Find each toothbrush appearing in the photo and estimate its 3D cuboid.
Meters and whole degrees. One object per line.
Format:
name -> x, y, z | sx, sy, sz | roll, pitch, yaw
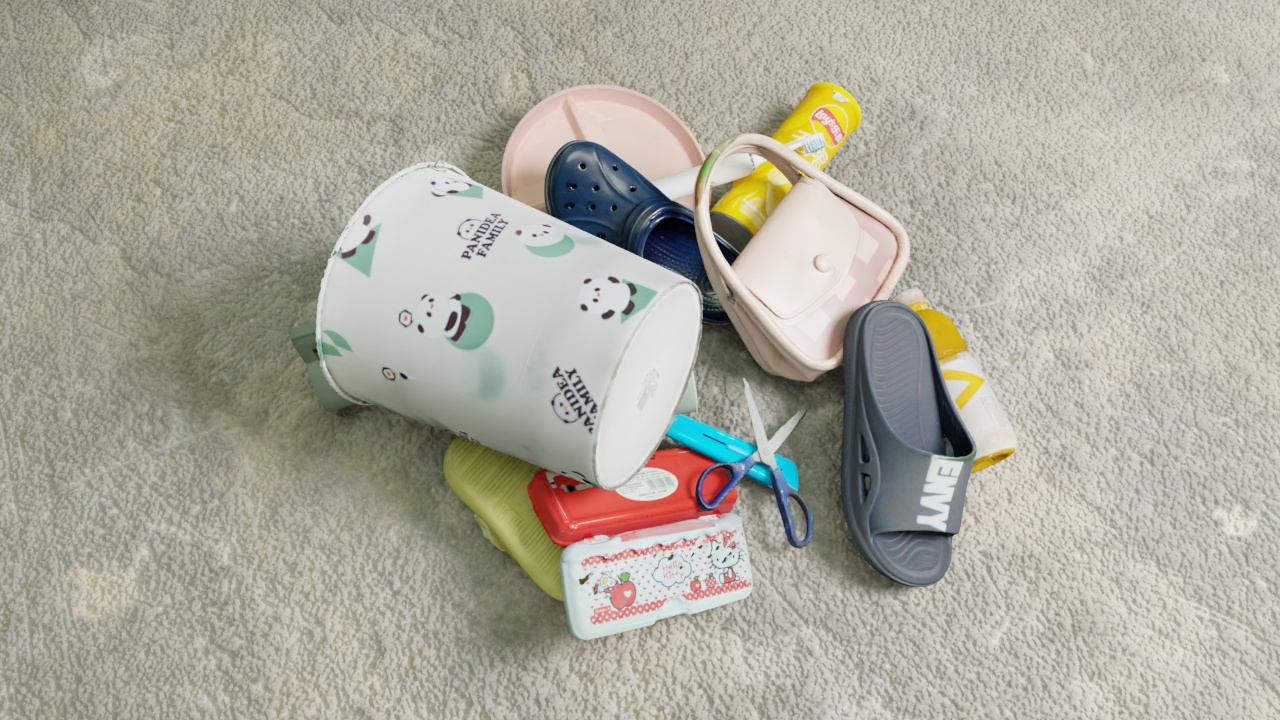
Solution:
toothbrush -> 0.086, -0.198, 0.960 | 0.221, 0.027, 0.026 | -18, 82, 4

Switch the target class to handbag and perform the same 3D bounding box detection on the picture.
handbag -> 0.140, -0.115, 0.899 | 0.234, 0.093, 0.193 | 45, 68, -19

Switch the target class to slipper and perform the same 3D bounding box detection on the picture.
slipper -> 0.008, -0.117, 0.915 | 0.253, 0.095, 0.105 | 36, 94, -9
slipper -> -0.105, 0.142, 0.854 | 0.190, 0.082, 0.091 | 46, 63, 0
slipper -> 0.244, 0.071, 0.833 | 0.110, 0.083, 0.268 | -1, 82, -19

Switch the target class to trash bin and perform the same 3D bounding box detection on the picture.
trash bin -> -0.098, -0.024, 0.779 | 0.252, 0.230, 0.229 | 22, 68, 20

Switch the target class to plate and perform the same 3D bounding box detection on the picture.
plate -> -0.036, -0.191, 0.998 | 0.229, 0.028, 0.229 | 3, 75, -10

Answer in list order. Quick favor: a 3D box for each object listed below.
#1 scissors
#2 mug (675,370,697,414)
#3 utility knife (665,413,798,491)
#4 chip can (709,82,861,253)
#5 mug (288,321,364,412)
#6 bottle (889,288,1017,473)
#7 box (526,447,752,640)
scissors -> 0.115, 0.100, 0.869 | 0.162, 0.012, 0.176 | -16, 75, -31
mug -> -0.005, 0.005, 0.897 | 0.106, 0.082, 0.112 | -9, 111, -1
utility knife -> 0.069, 0.079, 0.876 | 0.191, 0.018, 0.034 | 25, 61, -13
chip can -> 0.157, -0.209, 1.007 | 0.072, 0.072, 0.213 | 34, 72, 14
mug -> -0.271, -0.011, 0.895 | 0.103, 0.124, 0.083 | -16, 66, -9
bottle -> 0.302, 0.016, 0.910 | 0.068, 0.068, 0.189 | -18, 68, -7
box -> 0.008, 0.154, 0.821 | 0.200, 0.060, 0.160 | -4, 63, -35
